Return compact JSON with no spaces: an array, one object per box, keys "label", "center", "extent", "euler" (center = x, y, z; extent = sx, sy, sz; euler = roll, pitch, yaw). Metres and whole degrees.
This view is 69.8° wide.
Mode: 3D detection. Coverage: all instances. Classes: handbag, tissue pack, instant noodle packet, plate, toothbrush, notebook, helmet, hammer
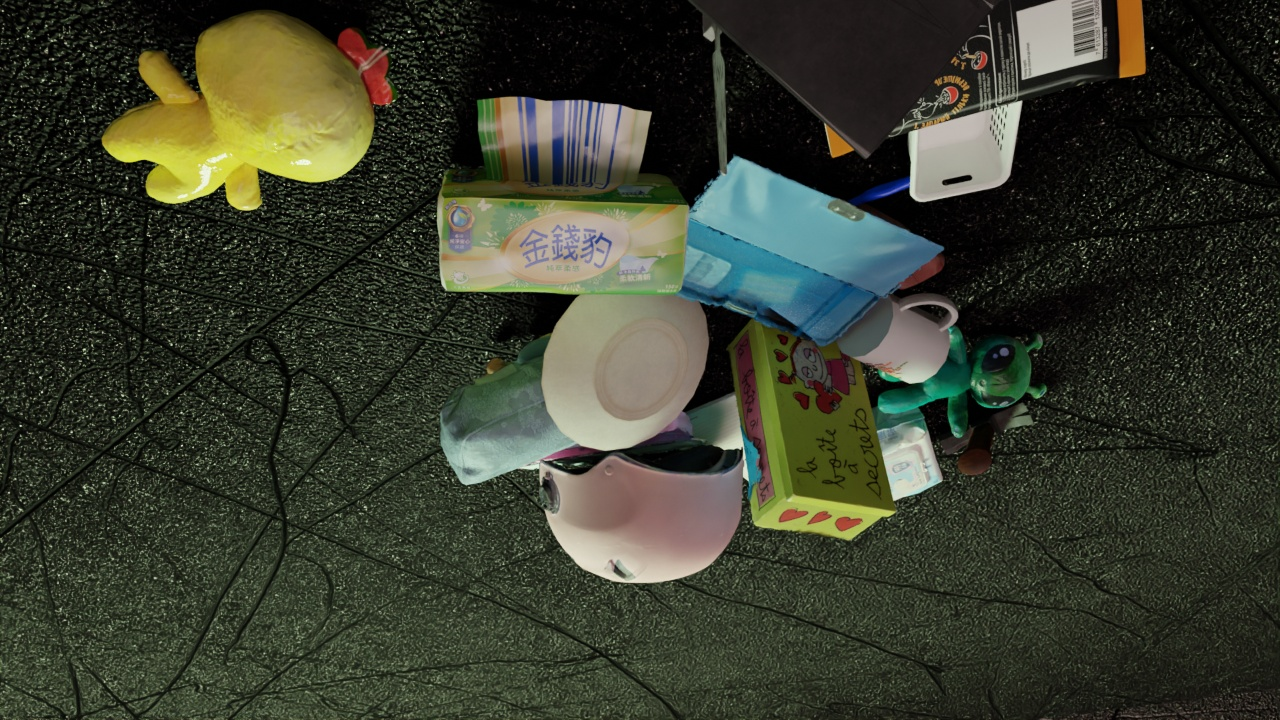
[{"label":"handbag","center":[0.232,-0.113,0.861],"extent":[0.055,0.029,0.119],"euler":[-29,133,36]},{"label":"tissue pack","center":[-0.062,-0.135,0.731],"extent":[0.197,0.120,0.142],"euler":[-2,115,-14]},{"label":"instant noodle packet","center":[0.225,-0.246,0.629],"extent":[0.221,0.032,0.160],"euler":[-14,115,11]},{"label":"plate","center":[-0.006,0.005,0.890],"extent":[0.188,0.027,0.189],"euler":[-13,117,-28]},{"label":"handbag","center":[-0.116,0.041,0.937],"extent":[0.191,0.118,0.122],"euler":[-21,149,-21]},{"label":"handbag","center":[0.145,-0.264,0.568],"extent":[0.176,0.072,0.196],"euler":[38,118,-11]},{"label":"toothbrush","center":[0.222,-0.155,0.806],"extent":[0.183,0.016,0.018],"euler":[-18,137,16]},{"label":"notebook","center":[0.158,0.088,1.130],"extent":[0.153,0.012,0.208],"euler":[-24,140,23]},{"label":"toothbrush","center":[0.049,-0.181,0.608],"extent":[0.010,0.181,0.010],"euler":[26,136,-29]},{"label":"helmet","center":[0.002,0.175,1.063],"extent":[0.229,0.152,0.256],"euler":[-1,176,-41]},{"label":"hammer","center":[0.377,0.090,1.016],"extent":[0.111,0.028,0.300],"euler":[-27,172,21]},{"label":"tissue pack","center":[0.306,0.122,1.138],"extent":[0.112,0.070,0.182],"euler":[-24,141,10]}]

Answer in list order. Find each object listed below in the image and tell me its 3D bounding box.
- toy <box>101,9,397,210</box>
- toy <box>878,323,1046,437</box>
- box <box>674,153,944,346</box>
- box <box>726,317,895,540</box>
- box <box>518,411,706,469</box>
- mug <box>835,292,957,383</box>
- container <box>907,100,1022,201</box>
[{"label":"toy","center":[-0.277,-0.171,0.655],"extent":[0.208,0.092,0.134],"euler":[-13,140,14]},{"label":"toy","center":[0.356,0.015,1.012],"extent":[0.193,0.072,0.131],"euler":[-6,110,1]},{"label":"box","center":[0.134,-0.098,0.843],"extent":[0.231,0.033,0.175],"euler":[19,140,-24]},{"label":"box","center":[0.166,0.062,0.923],"extent":[0.124,0.220,0.081],"euler":[13,139,-20]},{"label":"box","center":[-0.045,0.098,1.079],"extent":[0.231,0.035,0.159],"euler":[-10,164,16]},{"label":"mug","center":[0.267,-0.033,0.929],"extent":[0.089,0.073,0.105],"euler":[21,137,-31]},{"label":"container","center":[0.252,-0.194,0.728],"extent":[0.081,0.049,0.129],"euler":[-11,143,7]}]
